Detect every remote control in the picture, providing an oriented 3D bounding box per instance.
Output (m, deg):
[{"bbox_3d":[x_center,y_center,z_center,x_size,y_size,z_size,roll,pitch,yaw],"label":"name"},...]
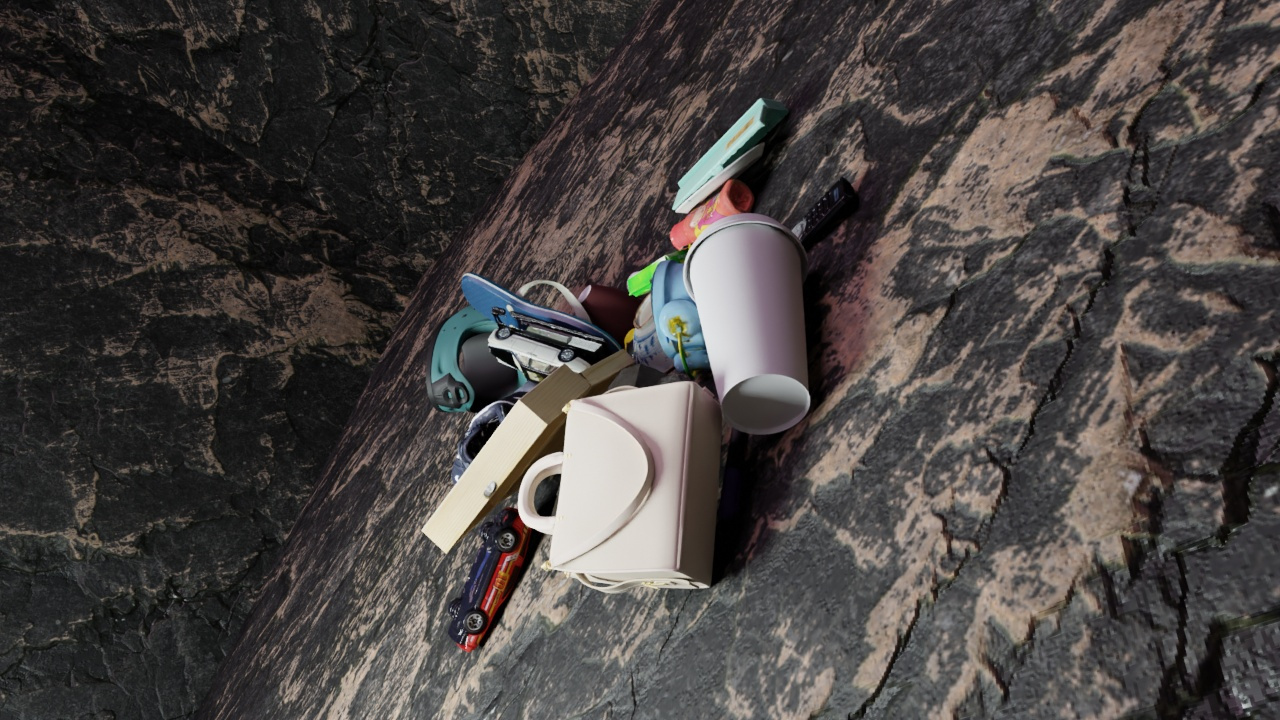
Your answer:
[{"bbox_3d":[0.188,-0.145,1.040,0.141,0.021,0.045,-46,21,37],"label":"remote control"}]

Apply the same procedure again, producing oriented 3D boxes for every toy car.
[{"bbox_3d":[-0.198,0.283,1.201,0.082,0.056,0.189,-6,58,66],"label":"toy car"},{"bbox_3d":[-0.134,-0.005,1.289,0.192,0.094,0.071,18,59,23],"label":"toy car"}]

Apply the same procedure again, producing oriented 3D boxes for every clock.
[{"bbox_3d":[0.053,-0.049,1.064,0.060,0.118,0.161,-6,51,18],"label":"clock"}]

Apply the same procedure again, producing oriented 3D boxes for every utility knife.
[{"bbox_3d":[-0.007,0.007,1.249,0.029,0.020,0.172,-49,22,23],"label":"utility knife"}]

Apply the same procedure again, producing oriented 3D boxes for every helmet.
[{"bbox_3d":[-0.222,0.000,1.492,0.200,0.176,0.274,-7,25,7],"label":"helmet"}]

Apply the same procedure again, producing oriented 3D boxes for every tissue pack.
[{"bbox_3d":[0.048,-0.125,1.235,0.113,0.034,0.100,-22,-3,-37],"label":"tissue pack"}]

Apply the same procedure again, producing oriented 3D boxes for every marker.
[{"bbox_3d":[0.093,0.097,0.893,0.018,0.015,0.133,-10,43,25],"label":"marker"}]

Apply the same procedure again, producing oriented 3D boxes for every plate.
[{"bbox_3d":[0.115,-0.255,1.298,0.157,0.014,0.157,-38,2,2],"label":"plate"}]

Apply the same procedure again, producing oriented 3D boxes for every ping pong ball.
[{"bbox_3d":[-0.001,-0.115,1.384,0.040,0.040,0.040,-46,22,25],"label":"ping pong ball"}]

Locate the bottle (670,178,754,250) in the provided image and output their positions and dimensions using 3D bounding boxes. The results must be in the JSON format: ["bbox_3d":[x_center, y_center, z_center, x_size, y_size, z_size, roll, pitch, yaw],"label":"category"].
[{"bbox_3d":[0.097,-0.196,1.278,0.135,0.048,0.071,-33,27,48],"label":"bottle"}]

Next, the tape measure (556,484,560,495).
[{"bbox_3d":[-0.078,0.147,1.189,0.060,0.020,0.062,-35,28,43],"label":"tape measure"}]

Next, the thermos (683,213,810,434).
[{"bbox_3d":[0.112,-0.036,0.914,0.132,0.131,0.221,-42,32,33],"label":"thermos"}]

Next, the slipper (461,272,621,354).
[{"bbox_3d":[-0.138,-0.063,1.356,0.060,0.295,0.118,-49,-25,-33],"label":"slipper"}]

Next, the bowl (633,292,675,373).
[{"bbox_3d":[0.032,-0.055,1.198,0.151,0.056,0.150,-46,23,26],"label":"bowl"}]

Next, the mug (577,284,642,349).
[{"bbox_3d":[-0.051,-0.077,1.372,0.087,0.088,0.114,-52,21,10],"label":"mug"}]

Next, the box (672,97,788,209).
[{"bbox_3d":[0.123,-0.300,1.330,0.187,0.052,0.138,-42,-4,32],"label":"box"}]

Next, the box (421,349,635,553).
[{"bbox_3d":[-0.137,0.107,1.172,0.248,0.068,0.252,-49,-12,29],"label":"box"}]

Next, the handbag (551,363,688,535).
[{"bbox_3d":[-0.009,0.095,0.996,0.200,0.102,0.196,-38,27,40],"label":"handbag"}]

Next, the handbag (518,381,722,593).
[{"bbox_3d":[-0.030,0.119,0.867,0.198,0.101,0.194,-6,65,27],"label":"handbag"}]

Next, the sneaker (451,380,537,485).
[{"bbox_3d":[-0.220,0.132,1.321,0.253,0.097,0.150,-46,-15,31],"label":"sneaker"}]
